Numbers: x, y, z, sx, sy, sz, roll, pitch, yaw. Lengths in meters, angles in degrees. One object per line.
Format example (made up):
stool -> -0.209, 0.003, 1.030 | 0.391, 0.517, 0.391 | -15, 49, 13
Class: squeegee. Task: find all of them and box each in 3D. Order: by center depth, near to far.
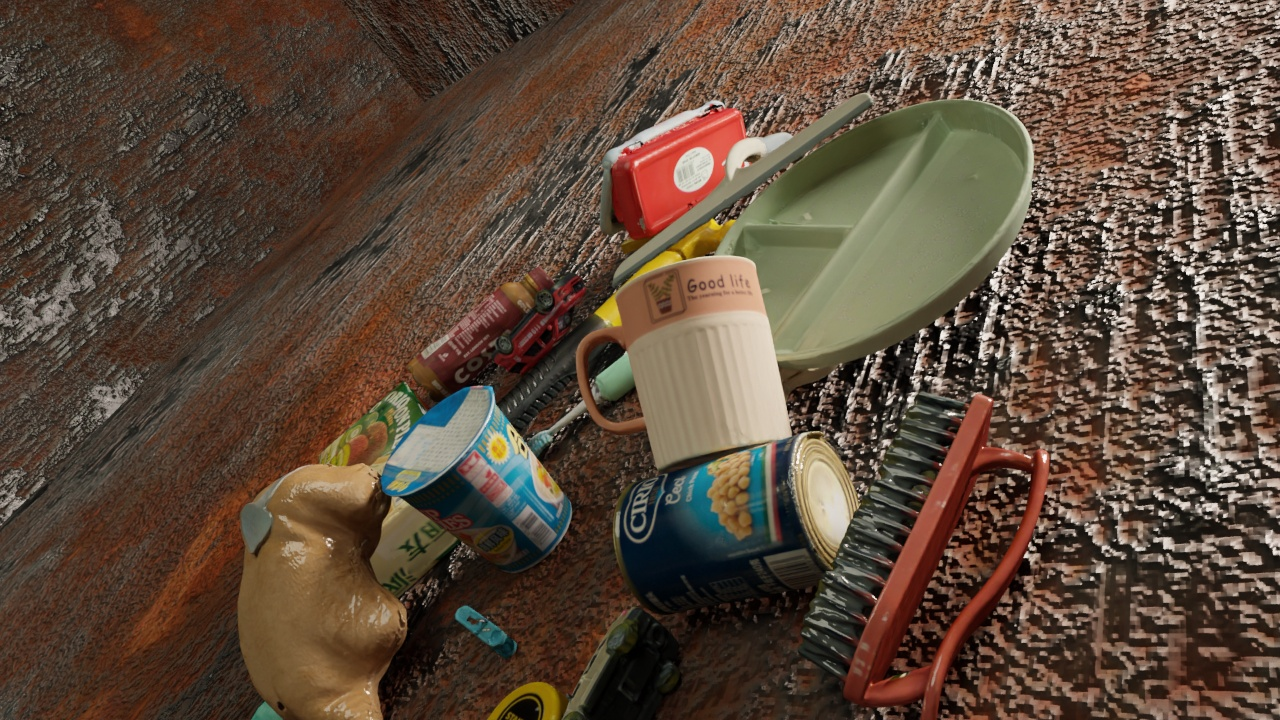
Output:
squeegee -> 0.100, -0.175, 0.792 | 0.247, 0.039, 0.245 | -32, 7, 29

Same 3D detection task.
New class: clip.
clip -> -0.100, 0.176, 0.595 | 0.056, 0.041, 0.014 | 8, 55, 53
clip -> 0.096, 0.007, 0.597 | 0.098, 0.034, 0.064 | -44, 27, -3

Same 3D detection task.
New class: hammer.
hammer -> -0.034, -0.029, 0.783 | 0.129, 0.033, 0.300 | 9, 47, 50

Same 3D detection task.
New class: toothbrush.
toothbrush -> -0.004, 0.004, 0.739 | 0.224, 0.026, 0.027 | -38, 29, 3

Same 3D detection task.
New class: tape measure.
tape measure -> -0.058, 0.203, 0.489 | 0.060, 0.029, 0.057 | -1, 46, 52

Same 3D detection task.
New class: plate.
plate -> 0.140, -0.082, 0.593 | 0.231, 0.027, 0.229 | -30, 33, 22

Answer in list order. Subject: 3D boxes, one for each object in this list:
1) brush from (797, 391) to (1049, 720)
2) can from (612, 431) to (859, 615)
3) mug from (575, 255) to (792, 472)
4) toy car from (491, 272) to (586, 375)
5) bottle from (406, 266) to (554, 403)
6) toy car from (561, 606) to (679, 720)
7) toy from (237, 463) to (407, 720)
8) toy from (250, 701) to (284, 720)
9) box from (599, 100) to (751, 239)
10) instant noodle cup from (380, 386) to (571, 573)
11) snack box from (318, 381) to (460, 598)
brush -> 0.127, 0.087, 0.404 | 0.069, 0.063, 0.145 | 21, 60, 28
can -> 0.052, 0.086, 0.479 | 0.111, 0.075, 0.075 | -21, 31, 32
mug -> 0.022, 0.008, 0.526 | 0.114, 0.105, 0.082 | -13, -13, 3
toy car -> -0.092, -0.033, 0.863 | 0.121, 0.045, 0.052 | -47, 1, 33
bottle -> -0.160, -0.029, 0.962 | 0.175, 0.057, 0.057 | -40, 26, -2
toy car -> -0.014, 0.173, 0.467 | 0.035, 0.042, 0.090 | -23, 28, 50
toy -> -0.218, 0.183, 0.629 | 0.144, 0.082, 0.225 | -27, 65, 32
toy -> -0.261, 0.265, 0.659 | 0.097, 0.030, 0.091 | -5, 46, 39
box -> 0.027, -0.184, 0.867 | 0.068, 0.090, 0.200 | 4, 29, 38
instant noodle cup -> -0.106, 0.089, 0.642 | 0.099, 0.110, 0.099 | -30, 28, 18
snack box -> -0.216, 0.107, 0.812 | 0.114, 0.063, 0.240 | -42, 26, -7
